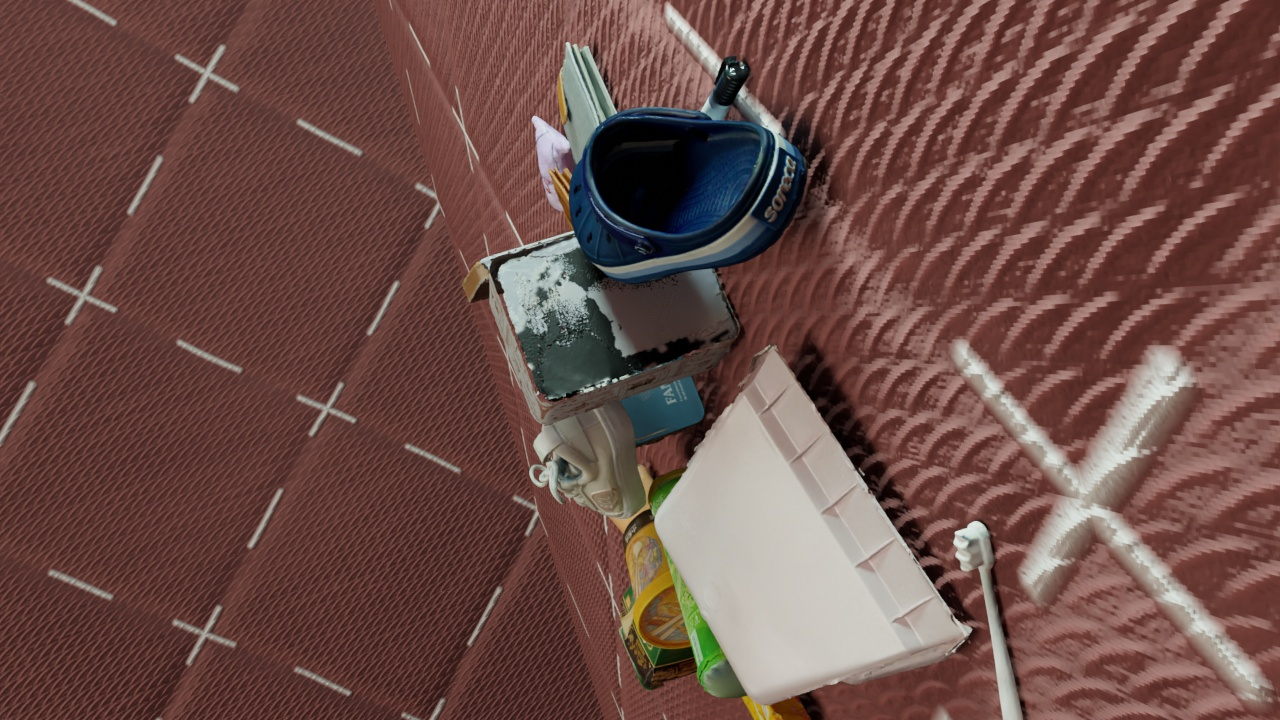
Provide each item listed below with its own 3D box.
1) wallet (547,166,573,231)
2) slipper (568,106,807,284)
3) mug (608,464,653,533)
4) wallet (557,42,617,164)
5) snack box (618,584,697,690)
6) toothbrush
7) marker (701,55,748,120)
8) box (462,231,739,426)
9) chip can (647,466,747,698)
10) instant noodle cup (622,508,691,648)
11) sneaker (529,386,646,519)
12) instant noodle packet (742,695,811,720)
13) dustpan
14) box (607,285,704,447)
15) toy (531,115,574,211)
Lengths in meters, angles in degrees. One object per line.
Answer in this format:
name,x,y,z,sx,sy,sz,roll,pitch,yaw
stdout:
wallet,-0.054,-0.136,0.986,0.107,0.031,0.132,58,173,45
slipper,0.005,-0.113,0.611,0.095,0.105,0.253,29,174,-29
mug,0.005,0.196,1.143,0.122,0.078,0.078,50,154,47
wallet,-0.057,-0.237,0.900,0.130,0.037,0.106,129,120,-75
snack box,0.043,0.294,1.061,0.106,0.118,0.117,100,150,-43
toothbrush,0.196,0.172,0.502,0.016,0.016,0.180,-151,45,-73
marker,0.048,-0.168,0.634,0.131,0.018,0.022,135,126,-74
box,-0.039,-0.036,0.800,0.227,0.180,0.156,168,82,-74
chip can,0.063,0.200,0.846,0.221,0.072,0.073,-107,9,-48
instant noodle cup,0.039,0.224,0.975,0.114,0.118,0.119,-113,12,-50
sneaker,-0.054,0.110,0.883,0.089,0.090,0.243,56,166,24
instant noodle packet,0.131,0.335,0.897,0.128,0.044,0.111,-122,13,-54
dustpan,0.127,0.134,0.691,0.274,0.138,0.222,-49,62,43
box,-0.005,0.005,0.910,0.059,0.089,0.184,117,130,-71
toy,-0.094,-0.219,1.059,0.084,0.038,0.108,46,151,42
